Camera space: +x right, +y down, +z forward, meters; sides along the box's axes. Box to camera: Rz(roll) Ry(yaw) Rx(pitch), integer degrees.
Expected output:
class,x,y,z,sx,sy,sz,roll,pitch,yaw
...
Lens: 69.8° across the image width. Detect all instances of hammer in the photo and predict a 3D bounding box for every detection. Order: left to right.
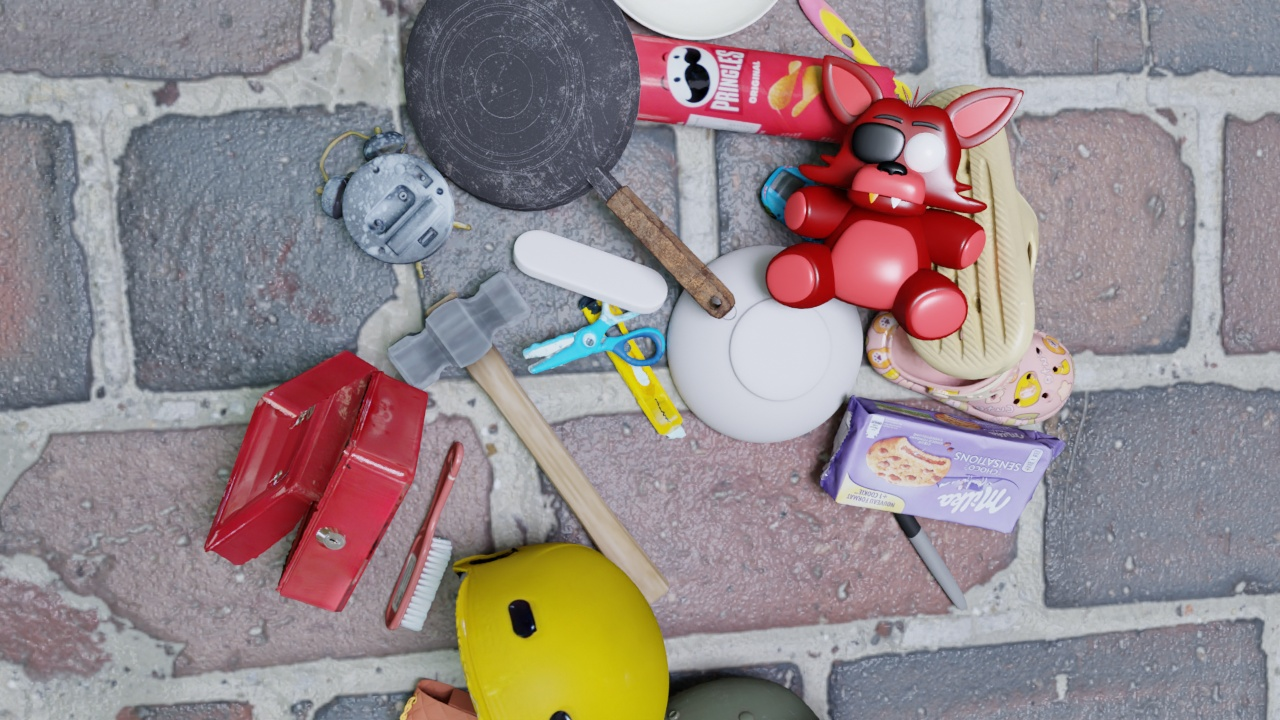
class,x,y,z,sx,sy,sz,roll,pitch,yaw
hammer,-0.078,0.081,0.794,0.117,0.051,0.323,-35,101,-2

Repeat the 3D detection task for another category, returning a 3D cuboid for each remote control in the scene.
class,x,y,z,sx,sy,sz,roll,pitch,yaw
remote control,-0.043,-0.076,0.784,0.136,0.013,0.043,19,59,-3

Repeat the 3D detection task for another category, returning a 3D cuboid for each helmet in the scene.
class,x,y,z,sx,sy,sz,roll,pitch,yaw
helmet,-0.050,0.231,0.716,0.139,0.240,0.209,-21,76,-8
helmet,0.073,0.363,0.776,0.268,0.153,0.227,-32,123,2

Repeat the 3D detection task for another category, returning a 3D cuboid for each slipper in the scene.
class,x,y,z,sx,sy,sz,roll,pitch,yaw
slipper,0.281,-0.105,0.782,0.079,0.112,0.261,14,69,-44
slipper,0.299,0.005,0.812,0.197,0.081,0.093,14,95,-6

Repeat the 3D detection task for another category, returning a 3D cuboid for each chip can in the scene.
class,x,y,z,sx,sy,sz,roll,pitch,yaw
chip can,0.093,-0.225,0.769,0.233,0.073,0.073,5,95,-7

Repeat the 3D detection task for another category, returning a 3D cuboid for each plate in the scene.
class,x,y,z,sx,sy,sz,roll,pitch,yaw
plate,0.043,-0.359,0.770,0.182,0.034,0.182,-1,95,-6

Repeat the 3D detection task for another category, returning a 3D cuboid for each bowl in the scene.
class,x,y,z,sx,sy,sz,roll,pitch,yaw
bowl,0.114,-0.012,0.795,0.176,0.066,0.176,-1,95,-6

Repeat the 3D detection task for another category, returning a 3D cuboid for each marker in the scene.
class,x,y,z,sx,sy,sz,roll,pitch,yaw
marker,0.270,0.177,0.858,0.022,0.016,0.138,-39,100,-25

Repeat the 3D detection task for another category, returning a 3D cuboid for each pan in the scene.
class,x,y,z,sx,sy,sz,roll,pitch,yaw
pan,-0.049,-0.162,0.729,0.357,0.040,0.208,47,113,0

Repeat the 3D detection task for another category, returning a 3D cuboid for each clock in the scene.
class,x,y,z,sx,sy,sz,roll,pitch,yaw
clock,-0.207,-0.133,0.754,0.090,0.052,0.129,-45,99,-1

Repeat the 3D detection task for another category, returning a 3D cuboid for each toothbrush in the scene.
class,x,y,z,sx,sy,sz,roll,pitch,yaw
toothbrush,0.188,-0.275,0.805,0.135,0.016,0.021,42,91,-6

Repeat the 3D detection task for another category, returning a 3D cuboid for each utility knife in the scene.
class,x,y,z,sx,sy,sz,roll,pitch,yaw
utility knife,-0.005,0.005,0.810,0.030,0.017,0.155,-32,101,1

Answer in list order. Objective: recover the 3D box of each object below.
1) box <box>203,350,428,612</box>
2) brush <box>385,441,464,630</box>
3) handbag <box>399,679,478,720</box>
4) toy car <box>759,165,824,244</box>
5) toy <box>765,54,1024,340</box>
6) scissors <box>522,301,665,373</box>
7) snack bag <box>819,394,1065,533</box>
class,x,y,z,sx,sy,sz,roll,pitch,yaw
box,-0.234,0.093,0.716,0.122,0.136,0.158,28,114,-1
brush,-0.177,0.154,0.796,0.030,0.041,0.172,21,91,-25
handbag,-0.180,0.382,0.805,0.109,0.060,0.172,23,92,-4
toy car,0.154,-0.129,0.806,0.105,0.032,0.048,38,90,-10
toy,0.195,-0.126,0.720,0.158,0.120,0.197,16,103,16
scissors,-0.038,-0.011,0.776,0.140,0.015,0.083,-29,96,-32
snack bag,0.266,0.090,0.820,0.205,0.058,0.096,12,112,-11
